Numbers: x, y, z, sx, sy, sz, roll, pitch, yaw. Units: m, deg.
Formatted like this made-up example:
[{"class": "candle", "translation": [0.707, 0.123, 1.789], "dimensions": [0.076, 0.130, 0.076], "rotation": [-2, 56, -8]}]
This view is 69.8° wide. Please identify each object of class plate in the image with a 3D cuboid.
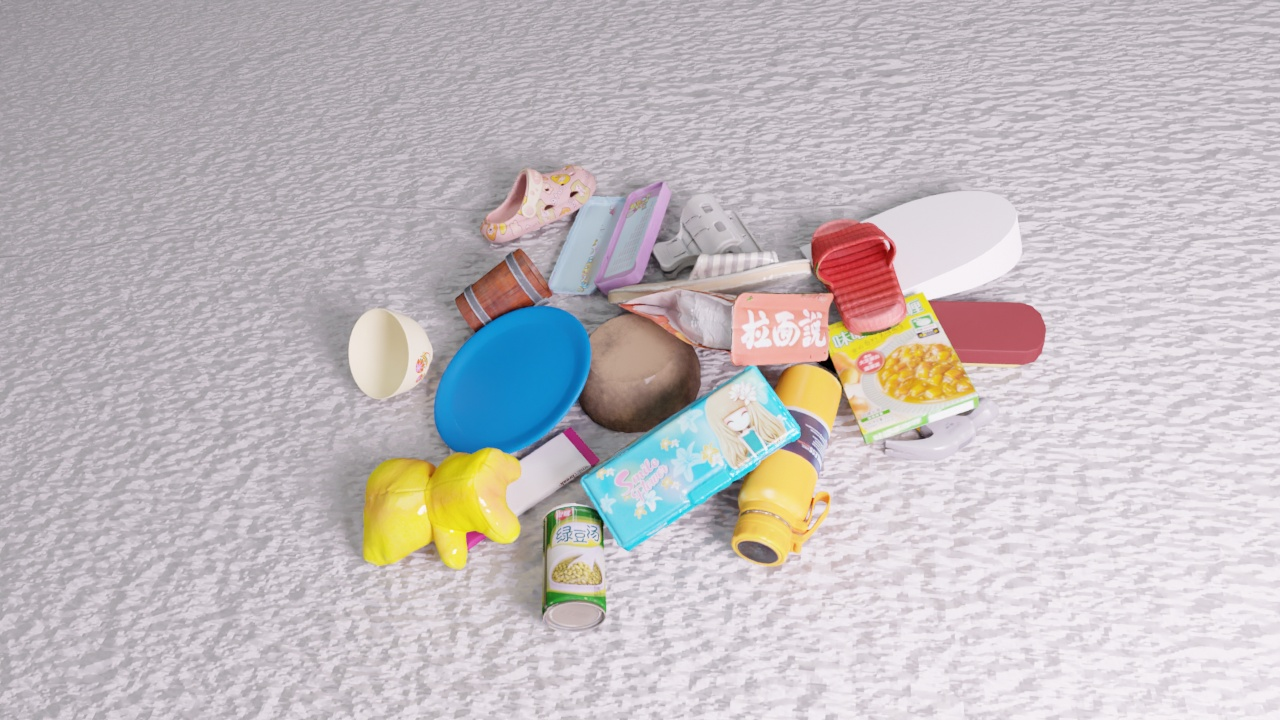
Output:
[{"class": "plate", "translation": [-0.158, 0.028, 1.151], "dimensions": [0.225, 0.024, 0.223], "rotation": [-16, 50, 19]}]

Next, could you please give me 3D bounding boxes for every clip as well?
[{"class": "clip", "translation": [0.088, -0.177, 1.292], "dimensions": [0.151, 0.105, 0.126], "rotation": [-12, 44, -14]}]

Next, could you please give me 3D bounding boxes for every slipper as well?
[{"class": "slipper", "translation": [0.088, -0.108, 1.211], "dimensions": [0.273, 0.114, 0.054], "rotation": [-9, 83, 13]}, {"class": "slipper", "translation": [-0.161, -0.252, 1.398], "dimensions": [0.197, 0.081, 0.093], "rotation": [-32, 37, -12]}, {"class": "slipper", "translation": [0.270, -0.124, 1.152], "dimensions": [0.103, 0.059, 0.248], "rotation": [-19, 35, 9]}]

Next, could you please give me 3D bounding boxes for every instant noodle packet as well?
[{"class": "instant noodle packet", "translation": [0.098, -0.052, 1.124], "dimensions": [0.164, 0.084, 0.221], "rotation": [-4, 11, -38]}]

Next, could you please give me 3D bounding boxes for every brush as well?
[{"class": "brush", "translation": [0.398, -0.029, 1.119], "dimensions": [0.173, 0.042, 0.082], "rotation": [2, 49, 13]}]

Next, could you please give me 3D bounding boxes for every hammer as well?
[{"class": "hammer", "translation": [0.261, 0.014, 1.120], "dimensions": [0.126, 0.029, 0.324], "rotation": [-36, 51, -20]}]

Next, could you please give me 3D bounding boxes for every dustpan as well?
[{"class": "dustpan", "translation": [0.366, -0.137, 1.211], "dimensions": [0.258, 0.053, 0.191], "rotation": [-23, 33, 4]}]

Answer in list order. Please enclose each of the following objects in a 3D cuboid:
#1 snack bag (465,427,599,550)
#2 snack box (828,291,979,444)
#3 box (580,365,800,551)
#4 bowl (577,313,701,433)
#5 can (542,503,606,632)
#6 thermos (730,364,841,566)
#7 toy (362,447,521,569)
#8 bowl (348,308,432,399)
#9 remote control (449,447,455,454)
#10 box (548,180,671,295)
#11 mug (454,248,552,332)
[{"class": "snack bag", "translation": [-0.145, 0.152, 1.082], "dimensions": [0.196, 0.016, 0.070], "rotation": [-34, 50, -15]}, {"class": "snack box", "translation": [0.297, 0.006, 1.067], "dimensions": [0.132, 0.027, 0.167], "rotation": [-20, 48, 9]}, {"class": "box", "translation": [0.042, 0.088, 1.008], "dimensions": [0.227, 0.086, 0.168], "rotation": [-34, 35, 0]}, {"class": "bowl", "translation": [-0.007, 0.007, 1.149], "dimensions": [0.162, 0.070, 0.162], "rotation": [-6, 48, 6]}, {"class": "can", "translation": [-0.071, 0.218, 0.974], "dimensions": [0.067, 0.067, 0.120], "rotation": [-8, 48, 4]}, {"class": "thermos", "translation": [0.167, 0.113, 1.011], "dimensions": [0.092, 0.076, 0.232], "rotation": [-6, 43, 35]}, {"class": "toy", "translation": [-0.231, 0.162, 1.028], "dimensions": [0.194, 0.087, 0.134], "rotation": [-10, 59, 20]}, {"class": "bowl", "translation": [-0.319, -0.009, 1.217], "dimensions": [0.118, 0.118, 0.073], "rotation": [27, 16, 30]}, {"class": "remote control", "translation": [-0.225, 0.080, 1.166], "dimensions": [0.043, 0.013, 0.136], "rotation": [-17, 48, -4]}, {"class": "box", "translation": [-0.043, -0.178, 1.342], "dimensions": [0.151, 0.041, 0.213], "rotation": [-4, 46, 25]}, {"class": "mug", "translation": [-0.179, -0.075, 1.248], "dimensions": [0.111, 0.081, 0.117], "rotation": [-34, 73, 5]}]
